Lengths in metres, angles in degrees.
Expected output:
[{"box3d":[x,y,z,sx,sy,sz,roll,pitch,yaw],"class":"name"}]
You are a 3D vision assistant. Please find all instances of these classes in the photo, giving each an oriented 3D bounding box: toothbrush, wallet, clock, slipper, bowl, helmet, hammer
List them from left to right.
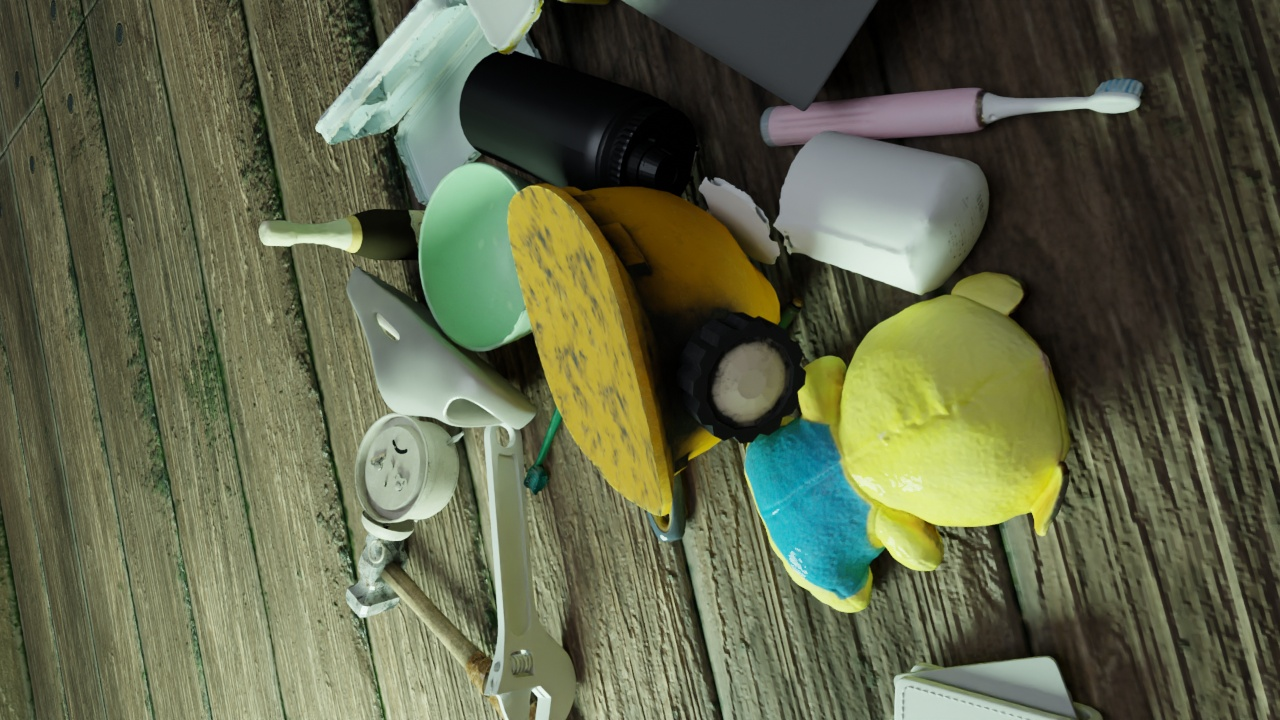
[{"box3d":[-0.230,0.125,0.897,0.103,0.061,0.157,26,97,36],"class":"clock"},{"box3d":[-0.198,0.004,0.818,0.266,0.113,0.080,37,87,36],"class":"slipper"},{"box3d":[-0.178,0.273,0.891,0.319,0.048,0.122,34,114,33],"class":"hammer"},{"box3d":[-0.111,-0.085,0.760,0.151,0.076,0.151,6,99,42],"class":"bowl"},{"box3d":[-0.062,0.037,0.771,0.017,0.016,0.190,42,121,34],"class":"toothbrush"},{"box3d":[0.015,-0.026,0.585,0.255,0.131,0.205,-143,37,-62],"class":"helmet"},{"box3d":[0.169,-0.144,0.535,0.223,0.027,0.026,7,66,41],"class":"toothbrush"},{"box3d":[0.205,0.220,0.538,0.119,0.037,0.115,4,98,38],"class":"wallet"}]

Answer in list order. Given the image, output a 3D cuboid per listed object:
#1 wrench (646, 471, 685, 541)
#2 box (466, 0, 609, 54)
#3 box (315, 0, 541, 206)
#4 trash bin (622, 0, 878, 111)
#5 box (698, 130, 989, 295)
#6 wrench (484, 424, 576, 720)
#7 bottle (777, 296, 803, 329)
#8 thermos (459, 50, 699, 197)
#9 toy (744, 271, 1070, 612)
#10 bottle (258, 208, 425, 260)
[{"box3d":[-0.004,0.004,0.705,0.073,0.022,0.273,-12,89,25],"class":"wrench"},{"box3d":[-0.108,-0.343,0.713,0.117,0.057,0.210,-28,73,-1],"class":"box"},{"box3d":[-0.172,-0.219,0.809,0.216,0.105,0.127,-29,99,40],"class":"box"},{"box3d":[0.050,-0.281,0.509,0.220,0.097,0.192,30,121,-4],"class":"trash bin"},{"box3d":[0.114,-0.094,0.548,0.166,0.083,0.092,28,81,39],"class":"box"},{"box3d":[-0.102,0.184,0.802,0.018,0.086,0.273,-17,74,42],"class":"wrench"},{"box3d":[0.080,-0.003,0.632,0.025,0.025,0.106,51,125,26],"class":"bottle"},{"box3d":[-0.041,-0.167,0.681,0.199,0.086,0.086,30,114,36],"class":"thermos"},{"box3d":[0.149,0.056,0.539,0.215,0.083,0.149,-40,70,40],"class":"toy"},{"box3d":[-0.242,-0.110,0.803,0.045,0.184,0.045,6,99,42],"class":"bottle"}]
